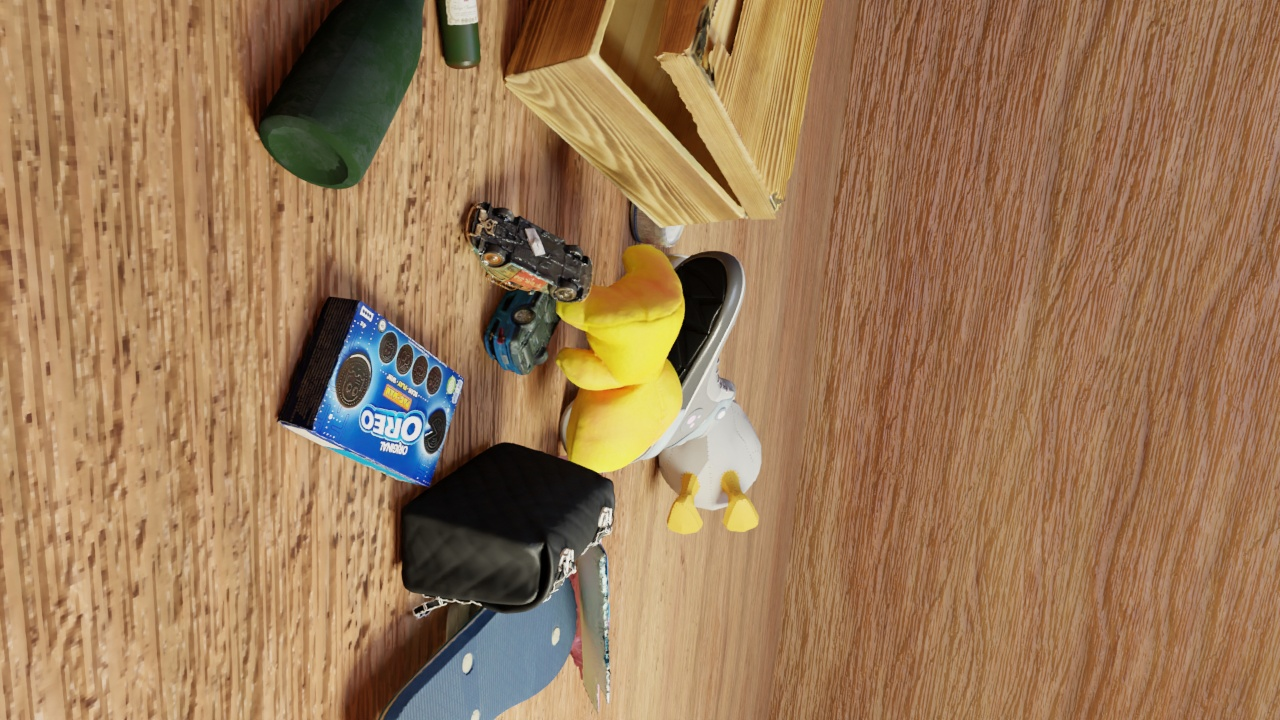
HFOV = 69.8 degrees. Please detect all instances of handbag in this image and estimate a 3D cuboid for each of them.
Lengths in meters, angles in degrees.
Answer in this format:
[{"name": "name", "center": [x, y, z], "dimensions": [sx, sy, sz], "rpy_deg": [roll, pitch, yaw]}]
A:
[{"name": "handbag", "center": [-0.094, 0.141, 0.694], "dimensions": [0.153, 0.125, 0.115], "rpy_deg": [-29, 126, -69]}]

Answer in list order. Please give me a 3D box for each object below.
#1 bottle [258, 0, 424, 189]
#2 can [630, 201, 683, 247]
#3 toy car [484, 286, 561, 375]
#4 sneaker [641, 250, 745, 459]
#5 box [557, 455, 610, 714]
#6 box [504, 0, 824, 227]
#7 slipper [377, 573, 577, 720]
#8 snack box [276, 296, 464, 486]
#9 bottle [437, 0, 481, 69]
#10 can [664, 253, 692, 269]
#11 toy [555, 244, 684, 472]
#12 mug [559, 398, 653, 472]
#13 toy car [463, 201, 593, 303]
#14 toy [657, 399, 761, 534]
[{"name": "bottle", "center": [-0.144, -0.176, 0.501], "dimensions": [0.055, 0.055, 0.173], "rpy_deg": [70, 32, -57]}, {"name": "can", "center": [0.021, -0.173, 1.039], "dimensions": [0.086, 0.043, 0.086], "rpy_deg": [11, 89, -73]}, {"name": "toy car", "center": [-0.089, -0.044, 0.755], "dimensions": [0.056, 0.044, 0.119], "rpy_deg": [79, 28, -47]}, {"name": "sneaker", "center": [0.071, -0.003, 1.001], "dimensions": [0.160, 0.093, 0.257], "rpy_deg": [-2, 130, -46]}, {"name": "box", "center": [-0.049, 0.224, 0.881], "dimensions": [0.159, 0.035, 0.231], "rpy_deg": [-129, -147, -56]}, {"name": "box", "center": [0.057, -0.284, 0.770], "dimensions": [0.247, 0.176, 0.278], "rpy_deg": [36, 61, -49]}, {"name": "slipper", "center": [-0.134, 0.242, 0.739], "dimensions": [0.294, 0.060, 0.118], "rpy_deg": [-25, 119, -66]}, {"name": "snack box", "center": [-0.164, 0.026, 0.583], "dimensions": [0.150, 0.027, 0.082], "rpy_deg": [52, 50, -66]}, {"name": "bottle", "center": [-0.119, -0.244, 0.591], "dimensions": [0.025, 0.025, 0.106], "rpy_deg": [-53, 148, -56]}, {"name": "can", "center": [0.042, -0.072, 1.116], "dimensions": [0.064, 0.064, 0.127], "rpy_deg": [50, 51, -67]}, {"name": "toy", "center": [-0.005, 0.005, 0.795], "dimensions": [0.134, 0.087, 0.194], "rpy_deg": [-33, 139, -40]}, {"name": "mug", "center": [-0.022, 0.058, 0.921], "dimensions": [0.113, 0.084, 0.070], "rpy_deg": [-46, 168, 18]}, {"name": "toy car", "center": [-0.091, -0.077, 0.705], "dimensions": [0.112, 0.047, 0.047], "rpy_deg": [26, 57, -27]}, {"name": "toy", "center": [0.096, 0.118, 1.283], "dimensions": [0.266, 0.141, 0.247], "rpy_deg": [-87, 172, -51]}]
